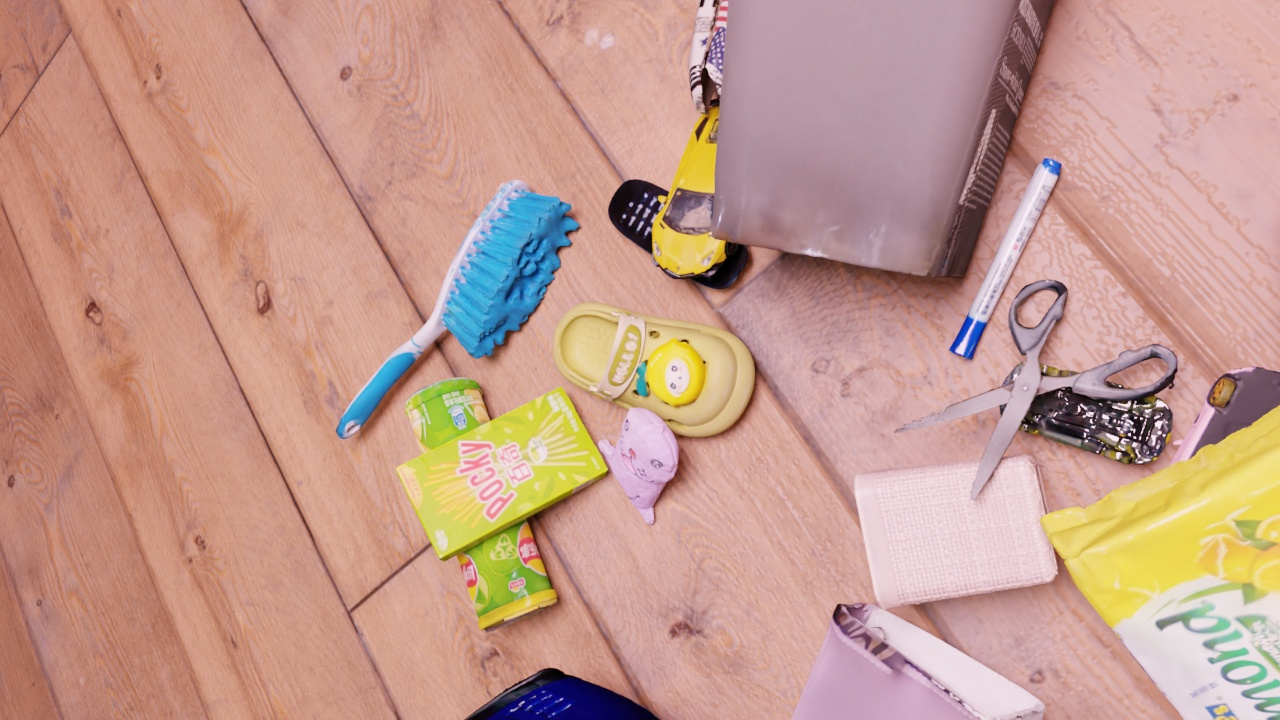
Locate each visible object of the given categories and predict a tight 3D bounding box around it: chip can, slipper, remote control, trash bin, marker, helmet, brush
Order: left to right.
[{"bbox_3d":[-0.176,-0.029,0.841,0.109,0.060,0.315,38,101,31],"label":"brush"},{"bbox_3d":[-0.143,0.122,0.811,0.073,0.072,0.221,-30,74,24],"label":"chip can"},{"bbox_3d":[-0.075,0.393,0.641,0.315,0.247,0.240,-40,60,-14],"label":"helmet"},{"bbox_3d":[-0.004,0.004,0.739,0.191,0.081,0.092,18,99,30],"label":"slipper"},{"bbox_3d":[0.031,-0.104,0.754,0.136,0.024,0.053,36,98,24],"label":"remote control"},{"bbox_3d":[0.155,-0.174,0.605,0.199,0.198,0.220,14,100,28],"label":"trash bin"},{"bbox_3d":[0.254,-0.070,0.637,0.017,0.016,0.146,27,101,27],"label":"marker"}]

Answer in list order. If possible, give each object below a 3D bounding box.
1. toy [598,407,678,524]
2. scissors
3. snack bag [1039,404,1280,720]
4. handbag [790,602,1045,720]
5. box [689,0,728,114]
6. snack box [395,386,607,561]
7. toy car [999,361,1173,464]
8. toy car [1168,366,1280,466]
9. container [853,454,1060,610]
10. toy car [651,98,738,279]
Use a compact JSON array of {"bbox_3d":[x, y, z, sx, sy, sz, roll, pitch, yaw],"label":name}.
[{"bbox_3d":[0.001,0.076,0.737,0.084,0.038,0.108,54,152,19],"label":"toy"},{"bbox_3d":[0.252,0.017,0.586,0.160,0.014,0.180,6,58,25],"label":"scissors"},{"bbox_3d":[0.369,0.150,0.515,0.158,0.068,0.246,-38,89,25],"label":"snack bag"},{"bbox_3d":[0.164,0.284,0.623,0.145,0.098,0.197,27,102,43],"label":"handbag"},{"bbox_3d":[0.083,-0.267,0.698,0.081,0.075,0.163,12,77,20],"label":"box"},{"bbox_3d":[-0.115,0.094,0.771,0.156,0.026,0.085,-26,76,-14],"label":"snack box"},{"bbox_3d":[0.291,0.034,0.604,0.105,0.032,0.048,20,97,36],"label":"toy car"},{"bbox_3d":[0.358,0.062,0.561,0.056,0.037,0.122,26,100,13],"label":"toy car"},{"bbox_3d":[0.213,0.110,0.612,0.111,0.090,0.090,-13,81,24],"label":"container"},{"bbox_3d":[0.056,-0.134,0.715,0.071,0.041,0.155,16,74,28],"label":"toy car"}]
